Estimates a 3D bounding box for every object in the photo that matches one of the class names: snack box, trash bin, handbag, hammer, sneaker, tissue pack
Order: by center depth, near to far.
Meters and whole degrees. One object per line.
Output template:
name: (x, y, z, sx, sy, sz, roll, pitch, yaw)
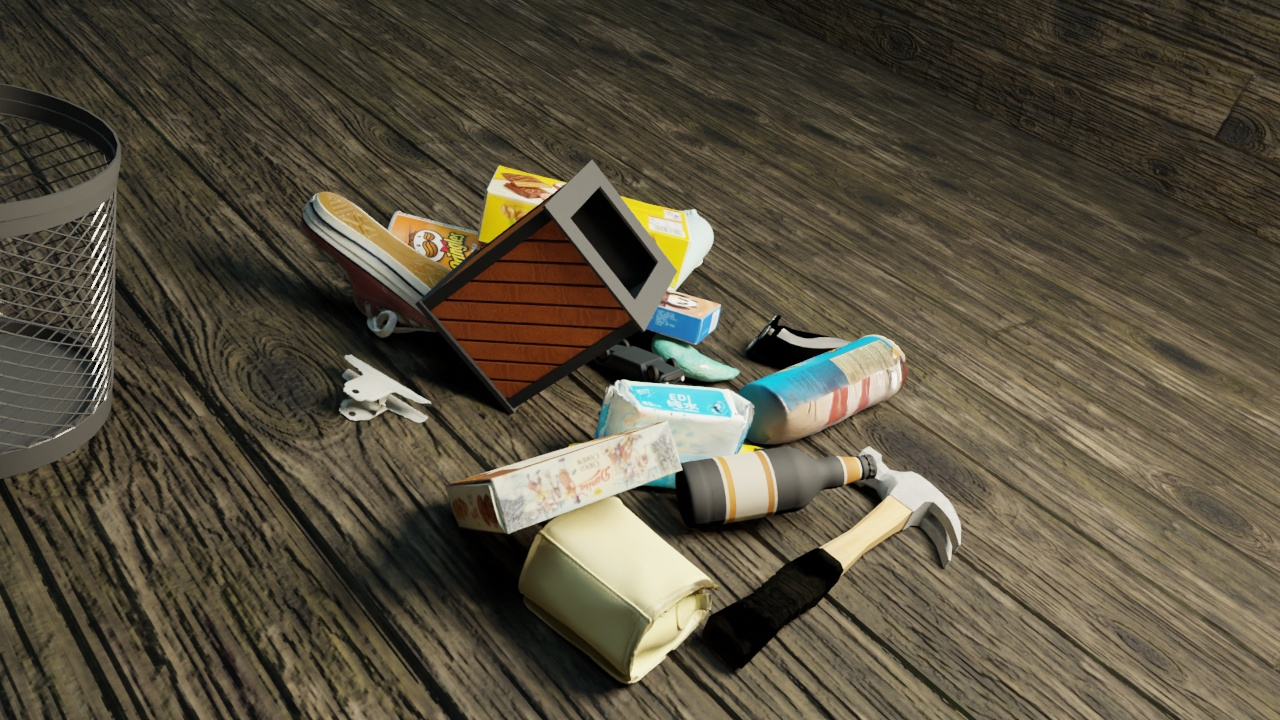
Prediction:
trash bin: (-0.498, -0.057, 0.669, 0.217, 0.228, 0.217, 12, 32, -8)
handbag: (-0.012, 0.169, 0.693, 0.119, 0.081, 0.111, 32, 27, 27)
snack box: (-0.064, 0.092, 0.715, 0.146, 0.143, 0.041, -16, 88, -26)
hammer: (0.172, 0.174, 0.809, 0.131, 0.039, 0.327, 38, 38, 28)
tissue pack: (0.026, 0.068, 0.851, 0.144, 0.093, 0.061, 7, 30, -16)
trash bin: (-0.087, -0.072, 0.893, 0.140, 0.172, 0.139, 51, 29, -14)
sneaker: (-0.254, -0.070, 0.948, 0.241, 0.088, 0.118, 37, 18, -8)
snack box: (-0.062, -0.154, 1.048, 0.230, 0.062, 0.110, 13, 25, -7)
snack box: (0.010, -0.062, 1.061, 0.151, 0.034, 0.087, 17, 18, 15)

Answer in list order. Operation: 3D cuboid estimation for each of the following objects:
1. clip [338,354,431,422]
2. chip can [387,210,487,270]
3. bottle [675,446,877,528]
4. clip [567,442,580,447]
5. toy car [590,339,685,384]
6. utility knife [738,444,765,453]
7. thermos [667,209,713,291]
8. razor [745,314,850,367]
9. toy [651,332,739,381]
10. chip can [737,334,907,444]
clip: (-0.251, 0.038, 0.849, 0.102, 0.050, 0.058, 27, 40, 18)
chip can: (-0.179, -0.108, 1.048, 0.215, 0.075, 0.075, 14, 32, -5)
bottle: (0.125, 0.109, 0.827, 0.181, 0.059, 0.059, -7, 37, -11)
clip: (-0.063, 0.099, 0.826, 0.054, 0.045, 0.049, 18, 13, 4)
toy car: (-0.006, 0.006, 0.986, 0.112, 0.034, 0.046, 21, 25, 33)
utility knife: (0.047, 0.084, 0.915, 0.179, 0.017, 0.030, 8, 23, -8)
thermos: (0.039, -0.132, 1.193, 0.065, 0.078, 0.206, -5, 24, 26)
razor: (0.207, -0.014, 1.107, 0.156, 0.057, 0.060, 16, 59, -17)
toy: (0.054, -0.004, 1.040, 0.084, 0.033, 0.105, -4, 33, -46)
chip can: (0.203, 0.032, 1.007, 0.228, 0.080, 0.080, -18, 46, -41)
